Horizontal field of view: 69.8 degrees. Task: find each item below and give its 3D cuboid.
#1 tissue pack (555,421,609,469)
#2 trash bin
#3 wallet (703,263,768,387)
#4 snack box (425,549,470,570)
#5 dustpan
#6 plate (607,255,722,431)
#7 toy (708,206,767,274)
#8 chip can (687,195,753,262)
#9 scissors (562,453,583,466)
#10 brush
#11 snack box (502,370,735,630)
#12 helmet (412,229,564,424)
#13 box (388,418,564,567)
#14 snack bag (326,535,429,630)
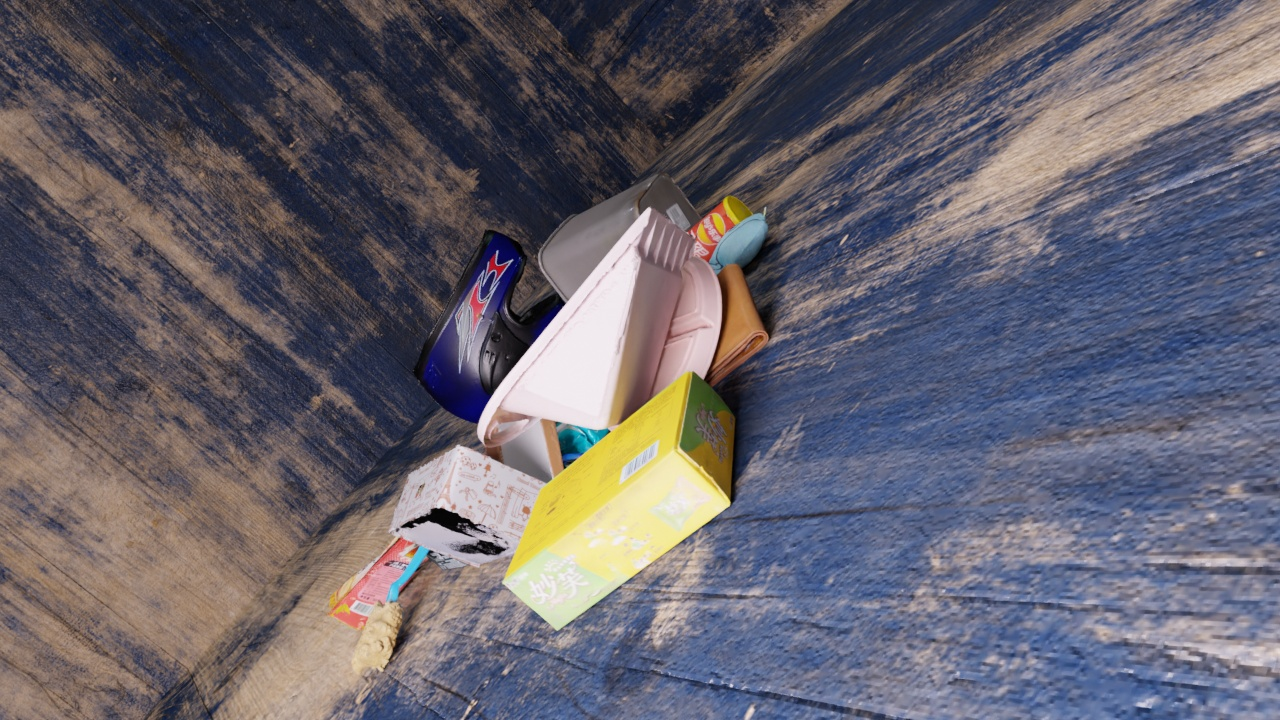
[{"bbox_3d":[-0.078,0.084,1.185,0.093,0.050,0.133,-35,16,35],"label":"tissue pack"},{"bbox_3d":[-0.018,-0.191,1.576,0.220,0.199,0.198,-27,21,37],"label":"trash bin"},{"bbox_3d":[0.083,-0.037,1.014,0.108,0.031,0.131,-41,34,22],"label":"wallet"},{"bbox_3d":[-0.228,0.216,1.234,0.125,0.053,0.113,-52,14,-30],"label":"snack box"},{"bbox_3d":[-0.059,-0.029,0.915,0.222,0.139,0.273,12,-87,-76],"label":"dustpan"},{"bbox_3d":[0.012,-0.017,1.049,0.230,0.028,0.229,-38,41,43],"label":"plate"},{"bbox_3d":[0.126,-0.143,1.260,0.156,0.050,0.161,-46,13,17],"label":"toy"},{"bbox_3d":[0.079,-0.161,1.410,0.217,0.073,0.073,-37,15,30],"label":"chip can"},{"bbox_3d":[-0.051,0.108,0.978,0.166,0.156,0.012,-9,77,39],"label":"scissors"},{"bbox_3d":[-0.297,0.278,1.172,0.083,0.046,0.254,-43,21,58],"label":"brush"},{"bbox_3d":[-0.014,0.121,0.819,0.210,0.070,0.157,-40,13,21],"label":"snack box"},{"bbox_3d":[-0.232,-0.038,1.586,0.315,0.240,0.247,-63,12,1],"label":"helmet"},{"bbox_3d":[-0.176,0.132,1.098,0.183,0.155,0.187,-28,42,51],"label":"box"},{"bbox_3d":[-0.350,0.296,1.311,0.208,0.073,0.128,-45,-22,14],"label":"snack bag"}]
